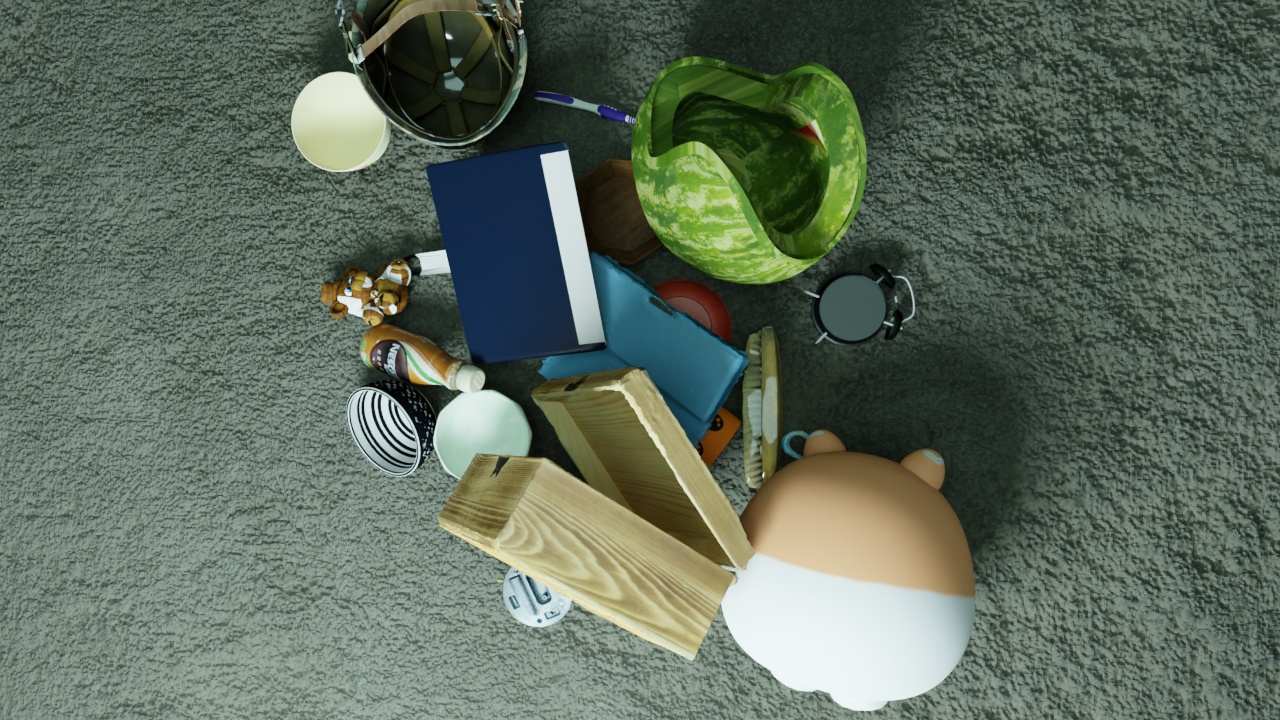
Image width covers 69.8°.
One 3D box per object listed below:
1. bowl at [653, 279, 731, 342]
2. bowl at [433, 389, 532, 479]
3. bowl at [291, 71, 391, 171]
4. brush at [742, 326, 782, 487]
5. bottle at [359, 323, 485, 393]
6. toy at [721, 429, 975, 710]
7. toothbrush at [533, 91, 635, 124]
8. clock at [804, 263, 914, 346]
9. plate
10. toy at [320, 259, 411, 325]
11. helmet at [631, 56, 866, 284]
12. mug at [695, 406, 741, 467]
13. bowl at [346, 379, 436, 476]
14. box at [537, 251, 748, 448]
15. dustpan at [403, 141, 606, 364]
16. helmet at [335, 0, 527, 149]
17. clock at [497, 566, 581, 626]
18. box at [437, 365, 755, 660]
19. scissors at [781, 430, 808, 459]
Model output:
[{"bbox_3d":[0.048,-0.038,1.105,0.122,0.035,0.122,0,92,7],"label":"bowl"},{"bbox_3d":[-0.188,0.091,1.122,0.117,0.061,0.117,0,93,0],"label":"bowl"},{"bbox_3d":[-0.355,-0.285,1.128,0.118,0.074,0.118,0,92,7],"label":"bowl"},{"bbox_3d":[0.144,0.057,1.085,0.043,0.059,0.195,0,90,14],"label":"brush"},{"bbox_3d":[-0.261,0.002,1.109,0.167,0.059,0.059,18,94,26],"label":"bottle"},{"bbox_3d":[0.225,0.222,0.986,0.263,0.265,0.280,9,83,34],"label":"toy"},{"bbox_3d":[-0.041,-0.303,1.119,0.187,0.015,0.016,17,89,7],"label":"toothbrush"},{"bbox_3d":[0.259,-0.064,1.075,0.121,0.042,0.091,-11,90,7],"label":"clock"},{"bbox_3d":[-0.022,-0.180,1.114,0.131,0.025,0.131,0,92,7],"label":"plate"},{"bbox_3d":[-0.339,-0.084,1.135,0.113,0.067,0.087,6,58,8],"label":"toy"},{"bbox_3d":[0.106,-0.200,0.994,0.212,0.247,0.243,-38,130,-16],"label":"helmet"},{"bbox_3d":[0.048,0.088,1.087,0.096,0.077,0.112,37,93,5],"label":"mug"},{"bbox_3d":[-0.294,0.075,1.129,0.120,0.066,0.120,15,120,27],"label":"bowl"},{"bbox_3d":[-0.006,0.006,1.049,0.231,0.033,0.175,36,109,25],"label":"box"},{"bbox_3d":[-0.178,-0.121,1.084,0.273,0.080,0.236,-6,106,17],"label":"dustpan"},{"bbox_3d":[-0.226,-0.351,1.027,0.192,0.236,0.224,-13,100,-8],"label":"helmet"},{"bbox_3d":[-0.109,0.271,1.125,0.129,0.052,0.090,-25,88,8],"label":"clock"},{"bbox_3d":[-0.031,0.156,0.980,0.258,0.280,0.220,36,71,-17],"label":"box"},{"bbox_3d":[0.219,0.150,1.103,0.137,0.012,0.127,28,94,4],"label":"scissors"}]
